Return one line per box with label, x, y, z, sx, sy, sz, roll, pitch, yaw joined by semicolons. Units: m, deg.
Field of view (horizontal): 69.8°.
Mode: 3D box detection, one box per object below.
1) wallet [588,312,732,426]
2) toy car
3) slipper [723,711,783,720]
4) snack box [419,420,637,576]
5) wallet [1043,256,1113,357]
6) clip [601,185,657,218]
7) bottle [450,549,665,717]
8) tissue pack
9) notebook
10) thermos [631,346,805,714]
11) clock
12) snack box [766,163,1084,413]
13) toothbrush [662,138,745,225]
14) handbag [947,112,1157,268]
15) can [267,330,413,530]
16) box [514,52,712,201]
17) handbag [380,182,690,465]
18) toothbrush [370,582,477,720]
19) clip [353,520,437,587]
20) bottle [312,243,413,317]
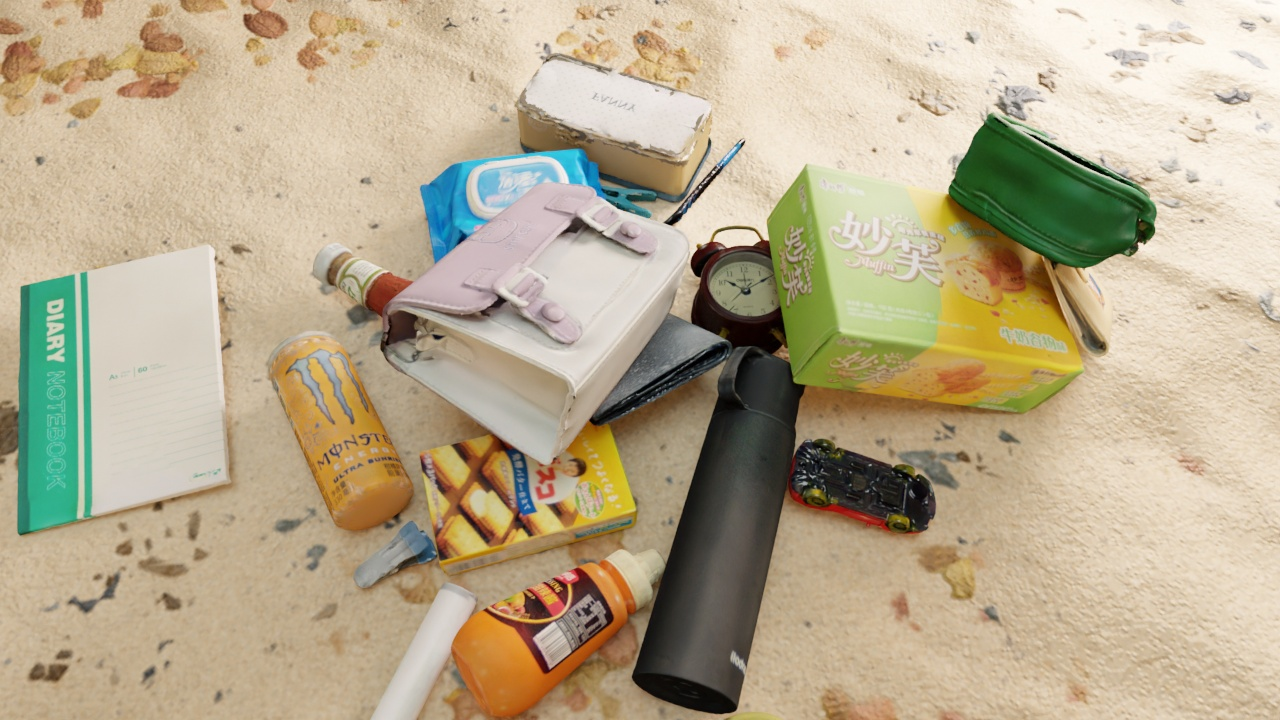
wallet;-0.004;0.004;0.692;0.120;0.019;0.097;-29;26;-17
toy car;0.158;0.093;0.657;0.106;0.031;0.049;16;59;0
slipper;0.027;0.276;0.513;0.190;0.082;0.091;-33;67;-17
snack box;-0.080;0.092;0.654;0.140;0.034;0.086;-12;59;-11
wallet;0.340;-0.059;0.712;0.087;0.024;0.114;57;36;-2
clip;-0.014;-0.141;0.812;0.056;0.014;0.039;11;58;6
bottle;-0.046;0.166;0.594;0.149;0.067;0.066;-28;62;-25
tissue pack;-0.106;-0.130;0.780;0.157;0.052;0.094;-9;58;-7
notebook;-0.392;0.015;0.694;0.150;0.012;0.209;-14;65;-6
thermos;0.054;0.102;0.618;0.069;0.090;0.241;-6;51;34
clock;0.082;-0.057;0.736;0.082;0.055;0.121;-2;60;-2
snack box;0.210;-0.052;0.694;0.210;0.070;0.157;8;56;-18
toothbrush;0.045;-0.140;0.813;0.016;0.014;0.189;32;62;16
handbag;0.309;-0.125;0.687;0.120;0.068;0.131;3;33;-37
can;-0.218;0.049;0.662;0.058;0.058;0.146;-26;62;-17
box;-0.018;-0.211;0.831;0.184;0.060;0.089;23;61;11
handbag;-0.067;-0.043;0.642;0.145;0.099;0.196;23;40;11
toothbrush;-0.161;0.241;0.562;0.027;0.026;0.220;13;58;20
clip;-0.172;0.136;0.632;0.058;0.045;0.027;-31;66;-9
bottle;-0.168;-0.034;0.716;0.206;0.060;0.059;28;61;16
